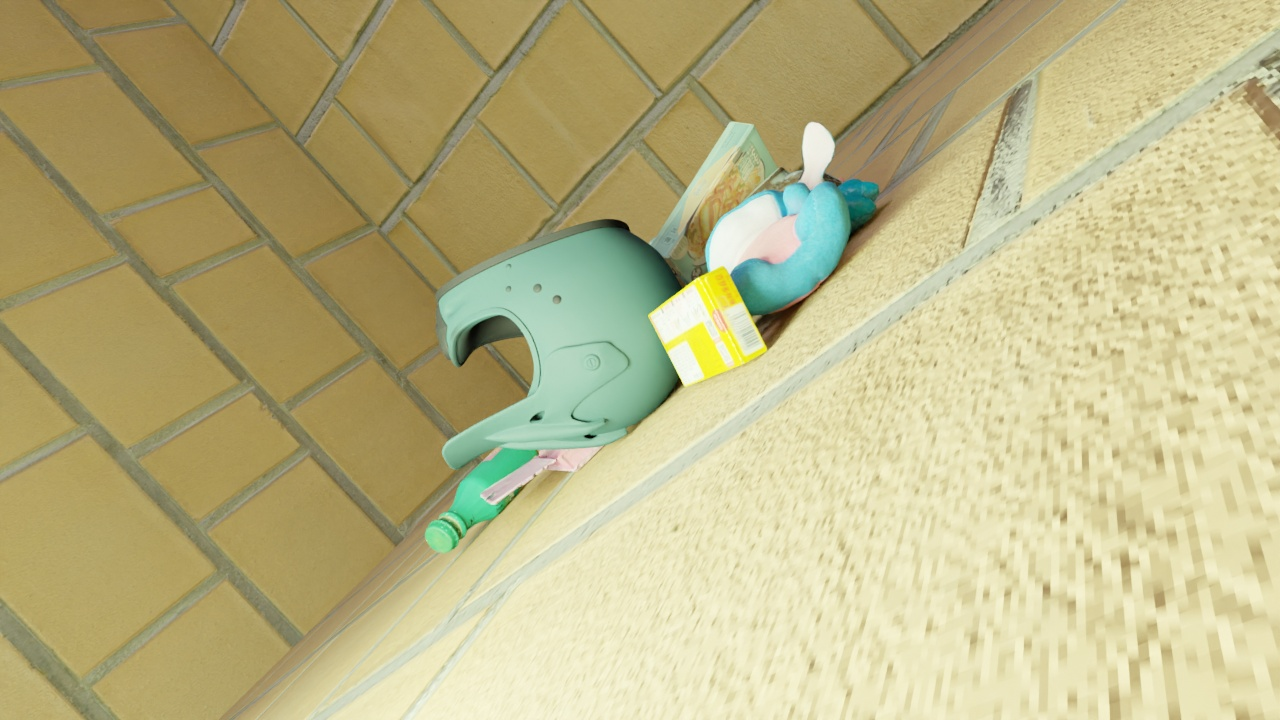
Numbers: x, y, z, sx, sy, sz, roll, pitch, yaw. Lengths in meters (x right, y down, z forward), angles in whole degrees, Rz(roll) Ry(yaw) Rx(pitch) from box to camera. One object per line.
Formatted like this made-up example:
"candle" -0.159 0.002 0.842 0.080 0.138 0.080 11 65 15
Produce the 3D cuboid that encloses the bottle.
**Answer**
"bottle" -0.215 0.183 1.253 0.068 0.068 0.209 -40 5 38

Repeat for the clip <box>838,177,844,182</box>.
"clip" 0.251 -0.213 1.190 0.060 0.045 0.023 -26 6 22

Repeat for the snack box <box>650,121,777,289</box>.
"snack box" 0.100 -0.162 1.092 0.044 0.141 0.193 20 73 40

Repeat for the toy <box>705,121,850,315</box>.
"toy" 0.123 -0.107 0.815 0.224 0.099 0.191 -54 9 3

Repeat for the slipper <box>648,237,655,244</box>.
"slipper" 0.076 -0.129 1.410 0.276 0.116 0.069 33 -106 -75

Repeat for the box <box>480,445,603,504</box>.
"box" -0.105 0.119 1.078 0.179 0.040 0.233 -39 3 -12

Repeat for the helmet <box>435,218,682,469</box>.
"helmet" -0.080 -0.005 0.917 0.275 0.200 0.176 -21 -9 5

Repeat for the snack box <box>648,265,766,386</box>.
"snack box" 0.052 -0.025 0.769 0.025 0.075 0.152 -27 -1 -17

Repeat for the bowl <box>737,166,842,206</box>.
"bowl" 0.163 -0.160 1.036 0.160 0.094 0.160 -42 4 4

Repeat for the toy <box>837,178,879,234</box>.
"toy" 0.179 -0.139 0.913 0.133 0.062 0.092 -15 54 40
